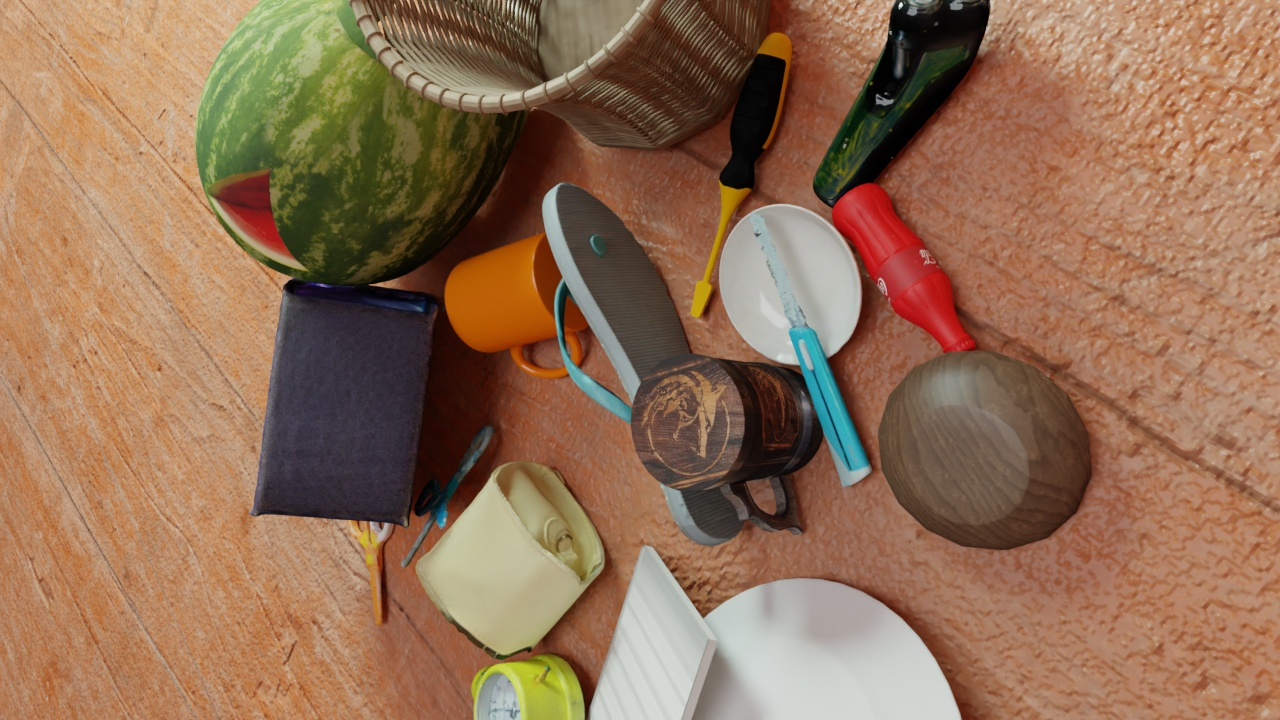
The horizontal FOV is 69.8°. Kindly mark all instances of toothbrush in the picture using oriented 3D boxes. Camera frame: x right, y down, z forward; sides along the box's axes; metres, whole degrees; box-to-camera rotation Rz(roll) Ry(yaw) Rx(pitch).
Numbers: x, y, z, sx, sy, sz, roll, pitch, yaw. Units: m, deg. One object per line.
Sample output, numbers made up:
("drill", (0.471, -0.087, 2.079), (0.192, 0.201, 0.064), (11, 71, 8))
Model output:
("toothbrush", (0.066, -0.123, 0.626), (0.031, 0.030, 0.197), (21, 103, 19))

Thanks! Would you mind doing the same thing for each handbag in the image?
("handbag", (-0.245, 0.034, 0.776), (0.222, 0.125, 0.205), (-174, 91, -74))
("handbag", (-0.098, 0.156, 0.708), (0.111, 0.081, 0.119), (49, 114, 20))

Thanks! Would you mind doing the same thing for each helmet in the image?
("helmet", (-0.224, -0.171, 0.716), (0.213, 0.242, 0.248), (40, 125, -8))

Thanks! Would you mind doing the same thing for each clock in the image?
("clock", (-0.093, 0.273, 0.706), (0.119, 0.057, 0.083), (-32, 60, 43))

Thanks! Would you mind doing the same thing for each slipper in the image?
("slipper", (-0.004, 0.004, 0.638), (0.055, 0.098, 0.268), (-32, 78, 35))

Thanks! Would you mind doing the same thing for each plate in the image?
("plate", (0.099, -0.050, 0.588), (0.104, 0.026, 0.104), (18, 118, 36))
("plate", (0.076, 0.245, 0.540), (0.243, 0.016, 0.242), (-29, 44, 33))

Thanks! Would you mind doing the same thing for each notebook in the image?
("notebook", (-0.007, 0.249, 0.621), (0.142, 0.009, 0.210), (-141, 68, -70))

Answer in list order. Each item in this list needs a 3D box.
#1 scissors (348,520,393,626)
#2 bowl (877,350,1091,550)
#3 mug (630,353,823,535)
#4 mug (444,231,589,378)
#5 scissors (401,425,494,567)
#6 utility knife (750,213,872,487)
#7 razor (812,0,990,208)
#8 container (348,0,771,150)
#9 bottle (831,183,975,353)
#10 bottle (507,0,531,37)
("scissors", (-0.248, 0.185, 0.860), (0.064, 0.013, 0.128), (-18, 76, 36))
("bowl", (0.184, 0.054, 0.509), (0.118, 0.030, 0.118), (10, 108, 34))
("mug", (0.062, 0.055, 0.570), (0.080, 0.107, 0.115), (-20, 76, 35))
("mug", (-0.084, -0.037, 0.714), (0.096, 0.077, 0.112), (-12, 108, 36))
("scissors", (-0.168, 0.114, 0.766), (0.138, 0.011, 0.133), (-26, 33, 54))
("utility knife", (0.102, -0.008, 0.574), (0.022, 0.015, 0.181), (-24, 87, 39))
("razor", (0.146, -0.158, 0.546), (0.054, 0.067, 0.152), (52, 125, 31))
("container", (-0.034, -0.245, 0.578), (0.227, 0.196, 0.227), (0, 90, 24))
("bottle", (0.158, -0.051, 0.546), (0.036, 0.036, 0.119), (-41, 65, 28))
("bottle", (-0.086, -0.326, 0.737), (0.051, 0.051, 0.146), (-10, 82, 37))
